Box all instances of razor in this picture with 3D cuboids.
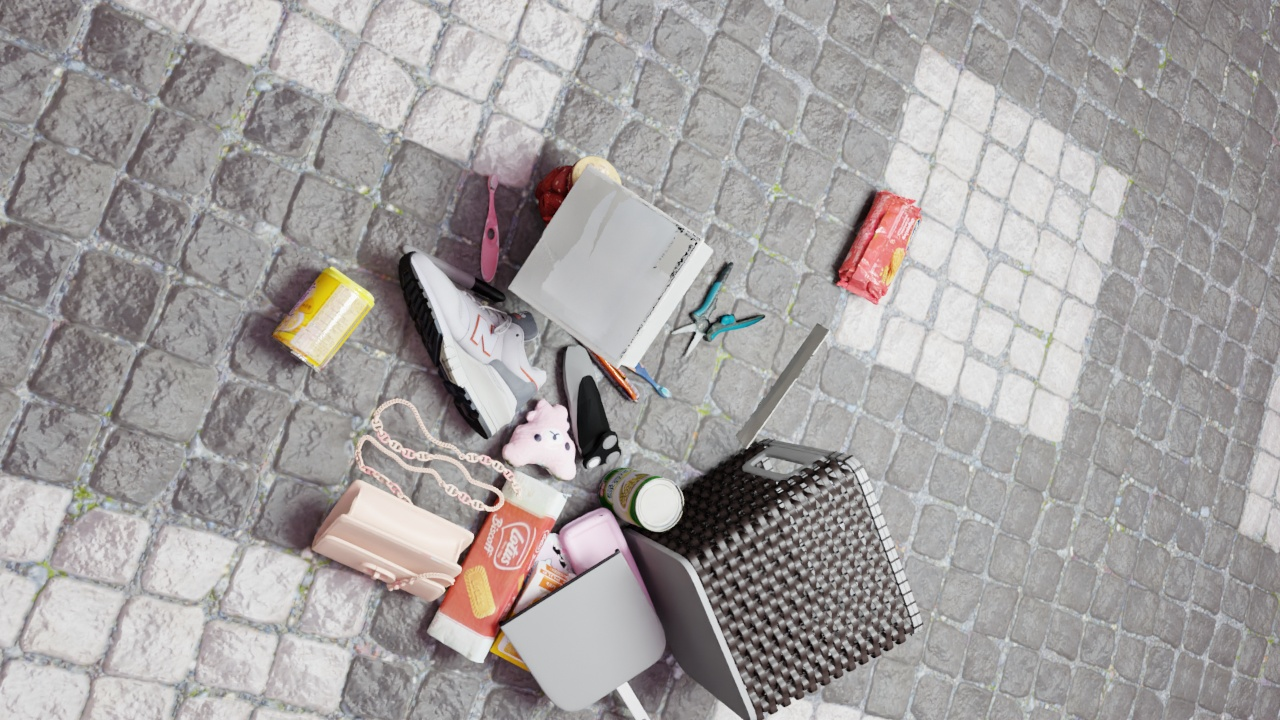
[{"bbox_3d":[-0.068,0.057,1.169,0.057,0.060,0.156,-11,75,-36],"label":"razor"}]

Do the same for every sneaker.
[{"bbox_3d":[-0.190,-0.035,1.101,0.124,0.089,0.240,-29,110,-26],"label":"sneaker"}]

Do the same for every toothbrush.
[{"bbox_3d":[-0.007,0.007,1.214,0.135,0.017,0.021,42,72,-19],"label":"toothbrush"},{"bbox_3d":[-0.185,-0.164,1.134,0.021,0.016,0.135,3,88,-23],"label":"toothbrush"}]

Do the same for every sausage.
[{"bbox_3d":[-0.049,-0.001,1.194,0.020,0.020,0.155,-44,107,-18],"label":"sausage"}]

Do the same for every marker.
[{"bbox_3d":[-0.227,-0.103,1.117,0.138,0.016,0.022,26,103,-21],"label":"marker"}]

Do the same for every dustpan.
[{"bbox_3d":[-0.043,0.368,1.127,0.163,0.033,0.258,-31,110,-8],"label":"dustpan"}]

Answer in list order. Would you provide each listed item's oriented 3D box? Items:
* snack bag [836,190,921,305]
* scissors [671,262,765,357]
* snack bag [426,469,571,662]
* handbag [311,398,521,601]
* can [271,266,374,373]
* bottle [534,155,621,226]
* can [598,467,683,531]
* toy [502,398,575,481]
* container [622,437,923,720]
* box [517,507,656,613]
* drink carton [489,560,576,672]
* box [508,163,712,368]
[{"bbox_3d":[0.352,-0.172,1.344,0.082,0.082,0.176,33,76,-21],"label":"snack bag"},{"bbox_3d":[0.106,-0.073,1.264,0.148,0.019,0.118,-12,95,-22],"label":"scissors"},{"bbox_3d":[-0.171,0.246,1.111,0.077,0.041,0.225,24,80,18],"label":"snack bag"},{"bbox_3d":[-0.264,0.177,1.081,0.198,0.117,0.186,30,45,-17],"label":"handbag"},{"bbox_3d":[-0.355,-0.046,1.029,0.067,0.068,0.105,40,75,-19],"label":"can"},{"bbox_3d":[-0.082,-0.194,1.130,0.098,0.111,0.099,6,79,-33],"label":"bottle"},{"bbox_3d":[-0.001,0.175,1.159,0.067,0.121,0.067,0,90,-24],"label":"can"},{"bbox_3d":[-0.119,0.096,1.146,0.099,0.053,0.095,21,69,-24],"label":"toy"},{"bbox_3d":[0.155,0.271,1.166,0.243,0.248,0.245,-26,100,-19],"label":"container"},{"bbox_3d":[-0.067,0.302,1.157,0.153,0.041,0.201,-25,100,-14],"label":"box"},{"bbox_3d":[-0.126,0.309,1.119,0.058,0.040,0.122,30,98,-6],"label":"drink carton"},{"bbox_3d":[-0.067,-0.139,1.138,0.164,0.446,0.167,33,96,-20],"label":"box"}]
